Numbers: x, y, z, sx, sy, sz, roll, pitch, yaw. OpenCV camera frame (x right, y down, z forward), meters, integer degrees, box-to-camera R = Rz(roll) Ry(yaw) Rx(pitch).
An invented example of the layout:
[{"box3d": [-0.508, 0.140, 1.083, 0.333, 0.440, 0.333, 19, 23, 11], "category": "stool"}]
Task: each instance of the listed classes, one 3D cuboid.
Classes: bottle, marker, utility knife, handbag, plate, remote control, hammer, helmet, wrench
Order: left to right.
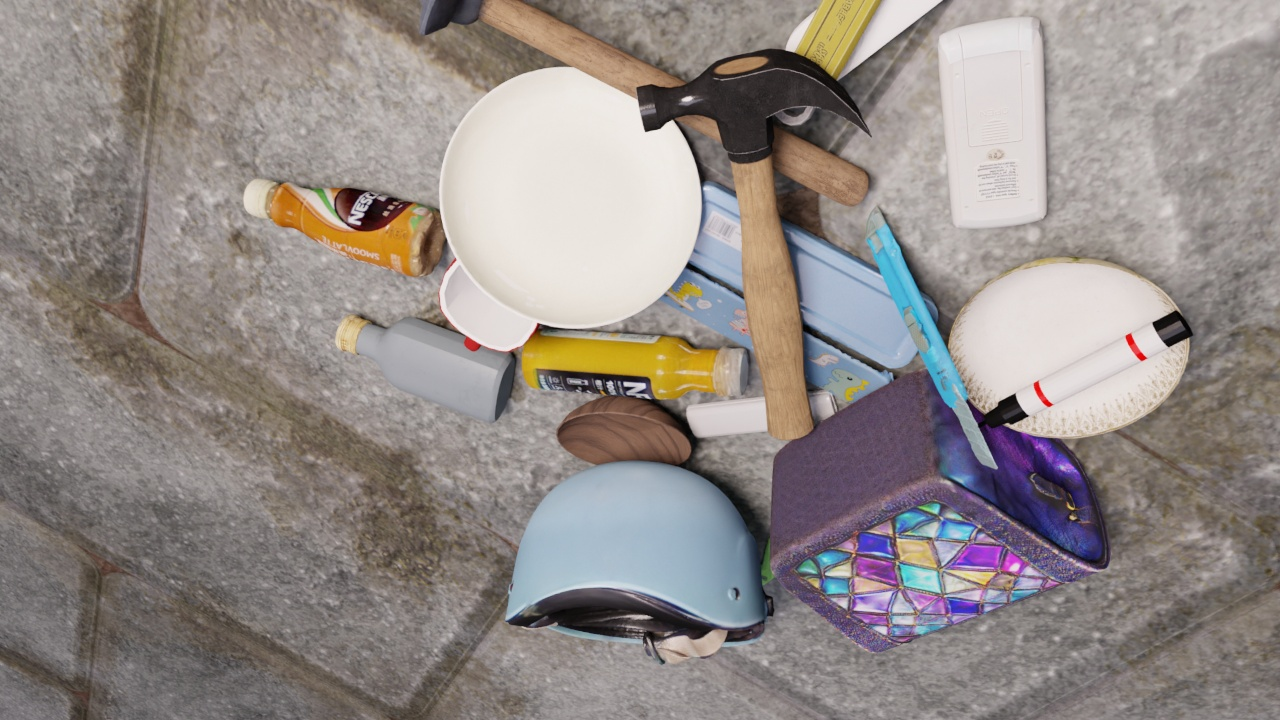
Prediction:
[{"box3d": [-0.247, -0.116, 0.762, 0.167, 0.059, 0.059, 16, 129, 9], "category": "bottle"}, {"box3d": [-0.199, 0.000, 0.840, 0.161, 0.046, 0.072, 20, 130, 5], "category": "bottle"}, {"box3d": [-0.049, -0.112, 0.648, 0.182, 0.182, 0.034, 35, 172, -7], "category": "plate"}, {"box3d": [-0.005, 0.004, 0.766, 0.186, 0.053, 0.053, 4, 127, 18], "category": "bottle"}, {"box3d": [0.006, 0.182, 0.817, 0.226, 0.166, 0.266, 1, 152, 14], "category": "helmet"}, {"box3d": [0.009, -0.179, 0.601, 0.321, 0.129, 0.040, 24, 124, -11], "category": "hammer"}, {"box3d": [0.103, 0.047, 0.786, 0.131, 0.012, 0.033, -8, 122, 25], "category": "remote control"}, {"box3d": [0.094, -0.059, 0.633, 0.132, 0.040, 0.306, -10, 130, 7], "category": "hammer"}, {"box3d": [0.147, -0.220, 0.566, 0.137, 0.013, 0.043, -33, 109, 36], "category": "remote control"}, {"box3d": [0.152, -0.252, 0.521, 0.083, 0.018, 0.274, 34, 126, 9], "category": "wrench"}, {"box3d": [0.199, -0.015, 0.636, 0.198, 0.015, 0.031, 66, 164, 11], "category": "utility knife"}, {"box3d": [0.231, 0.134, 0.727, 0.222, 0.125, 0.205, 34, 131, -22], "category": "handbag"}, {"box3d": [0.225, -0.146, 0.585, 0.060, 0.025, 0.138, -3, 127, 22], "category": "remote control"}, {"box3d": [0.284, 0.012, 0.603, 0.019, 0.019, 0.146, 43, 127, -14], "category": "marker"}]

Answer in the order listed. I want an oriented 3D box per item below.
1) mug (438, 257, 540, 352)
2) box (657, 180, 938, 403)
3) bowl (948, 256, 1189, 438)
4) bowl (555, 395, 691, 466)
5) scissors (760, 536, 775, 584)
[{"box3d": [-0.106, -0.060, 0.727, 0.080, 0.096, 0.117, 33, 130, -6], "category": "mug"}, {"box3d": [0.109, -0.042, 0.700, 0.209, 0.039, 0.127, 28, 131, -2], "category": "box"}, {"box3d": [0.289, -0.020, 0.632, 0.145, 0.063, 0.145, 10, 128, 13], "category": "bowl"}, {"box3d": [-0.013, 0.060, 0.810, 0.119, 0.032, 0.119, 6, 151, 3], "category": "bowl"}, {"box3d": [0.121, 0.210, 0.905, 0.065, 0.033, 0.175, 32, 127, -10], "category": "scissors"}]
